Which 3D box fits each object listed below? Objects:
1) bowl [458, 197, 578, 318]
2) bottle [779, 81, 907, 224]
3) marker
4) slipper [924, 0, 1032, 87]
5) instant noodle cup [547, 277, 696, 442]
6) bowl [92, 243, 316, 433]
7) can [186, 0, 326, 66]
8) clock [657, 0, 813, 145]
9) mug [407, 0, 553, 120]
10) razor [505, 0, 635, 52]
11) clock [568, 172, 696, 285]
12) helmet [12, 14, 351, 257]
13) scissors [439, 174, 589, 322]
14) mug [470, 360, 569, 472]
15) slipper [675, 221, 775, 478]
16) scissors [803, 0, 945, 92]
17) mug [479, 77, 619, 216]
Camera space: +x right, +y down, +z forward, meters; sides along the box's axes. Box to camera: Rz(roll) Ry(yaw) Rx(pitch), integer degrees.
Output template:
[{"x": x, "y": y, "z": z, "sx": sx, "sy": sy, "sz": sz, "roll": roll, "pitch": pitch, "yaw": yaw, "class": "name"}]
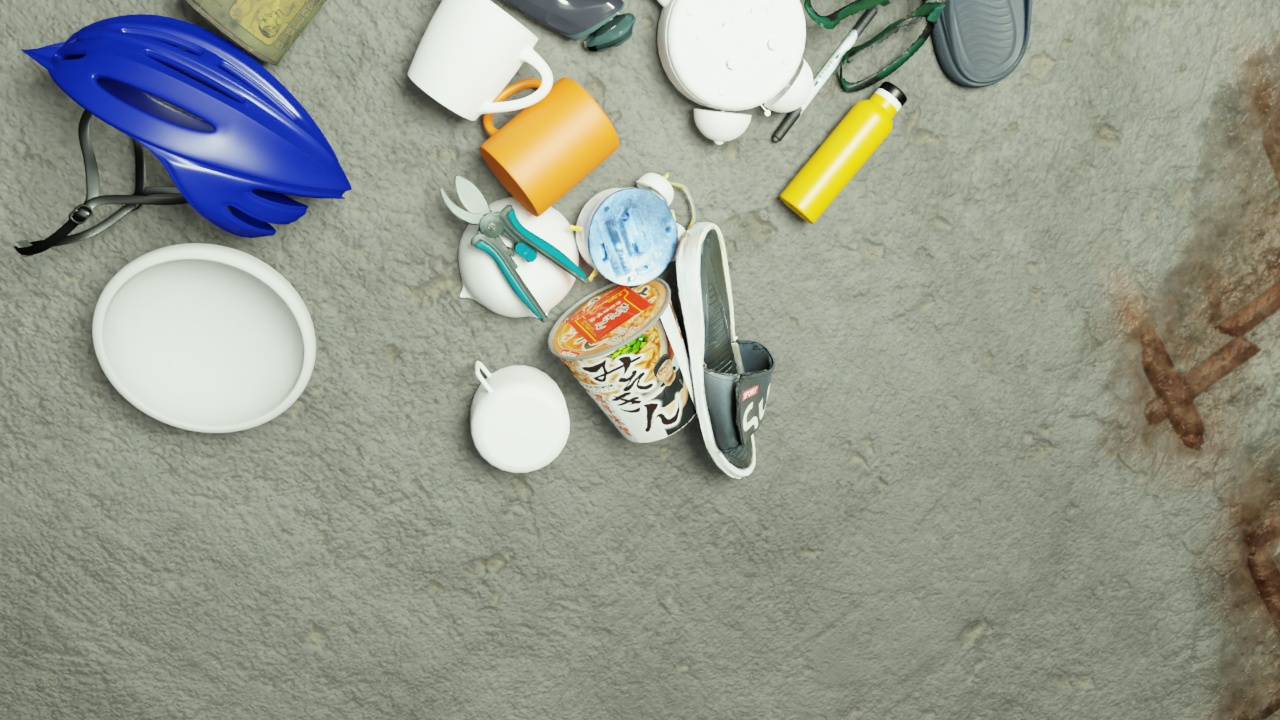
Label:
[{"x": -0.111, "y": -0.090, "z": 0.848, "sx": 0.114, "sy": 0.050, "sz": 0.115, "roll": -3, "pitch": 108, "yaw": -9, "class": "bowl"}, {"x": 0.195, "y": -0.199, "z": 0.872, "sx": 0.043, "sy": 0.043, "sz": 0.144, "roll": 37, "pitch": 98, "yaw": -19, "class": "bottle"}, {"x": 0.172, "y": -0.268, "z": 0.863, "sx": 0.011, "sy": 0.011, "sz": 0.152, "roll": 34, "pitch": 99, "yaw": -19, "class": "marker"}, {"x": 0.302, "y": -0.377, "z": 0.815, "sx": 0.110, "sy": 0.083, "sz": 0.268, "roll": -17, "pitch": 112, "yaw": -3, "class": "slipper"}, {"x": -0.005, "y": 0.005, "z": 0.871, "sx": 0.123, "sy": 0.123, "sz": 0.122, "roll": -28, "pitch": 120, "yaw": 0, "class": "instant noodle cup"}, {"x": -0.376, "y": -0.026, "z": 0.808, "sx": 0.176, "sy": 0.066, "sz": 0.177, "roll": -5, "pitch": 118, "yaw": -9, "class": "bowl"}, {"x": -0.305, "y": -0.292, "z": 0.726, "sx": 0.090, "sy": 0.090, "sz": 0.074, "roll": 40, "pitch": 97, "yaw": -19, "class": "can"}, {"x": 0.082, "y": -0.283, "z": 0.808, "sx": 0.125, "sy": 0.073, "sz": 0.161, "roll": -26, "pitch": 111, "yaw": -1, "class": "clock"}, {"x": -0.131, "y": -0.248, "z": 0.772, "sx": 0.114, "sy": 0.080, "sz": 0.088, "roll": 38, "pitch": 105, "yaw": 1, "class": "mug"}, {"x": -0.074, "y": -0.310, "z": 0.790, "sx": 0.143, "sy": 0.047, "sz": 0.052, "roll": 22, "pitch": 127, "yaw": -14, "class": "razor"}, {"x": -0.001, "y": -0.122, "z": 0.853, "sx": 0.125, "sy": 0.052, "sz": 0.089, "roll": -26, "pitch": 114, "yaw": -16, "class": "clock"}, {"x": -0.375, "y": -0.148, "z": 0.727, "sx": 0.241, "sy": 0.148, "sz": 0.228, "roll": 34, "pitch": 95, "yaw": -18, "class": "helmet"}, {"x": -0.109, "y": -0.096, "z": 0.809, "sx": 0.154, "sy": 0.019, "sz": 0.126, "roll": 4, "pitch": 106, "yaw": -10, "class": "scissors"}, {"x": -0.123, "y": 0.048, "z": 0.883, "sx": 0.094, "sy": 0.068, "sz": 0.115, "roll": -36, "pitch": 110, "yaw": 2, "class": "mug"}, {"x": 0.091, "y": -0.004, "z": 0.882, "sx": 0.063, "sy": 0.111, "sz": 0.264, "roll": -5, "pitch": 108, "yaw": 27, "class": "slipper"}, {"x": 0.255, "y": -0.309, "z": 0.818, "sx": 0.210, "sy": 0.015, "sz": 0.137, "roll": -16, "pitch": 141, "yaw": 9, "class": "scissors"}, {"x": -0.091, "y": -0.198, "z": 0.805, "sx": 0.096, "sy": 0.078, "sz": 0.112, "roll": -42, "pitch": 76, "yaw": -6, "class": "mug"}]
